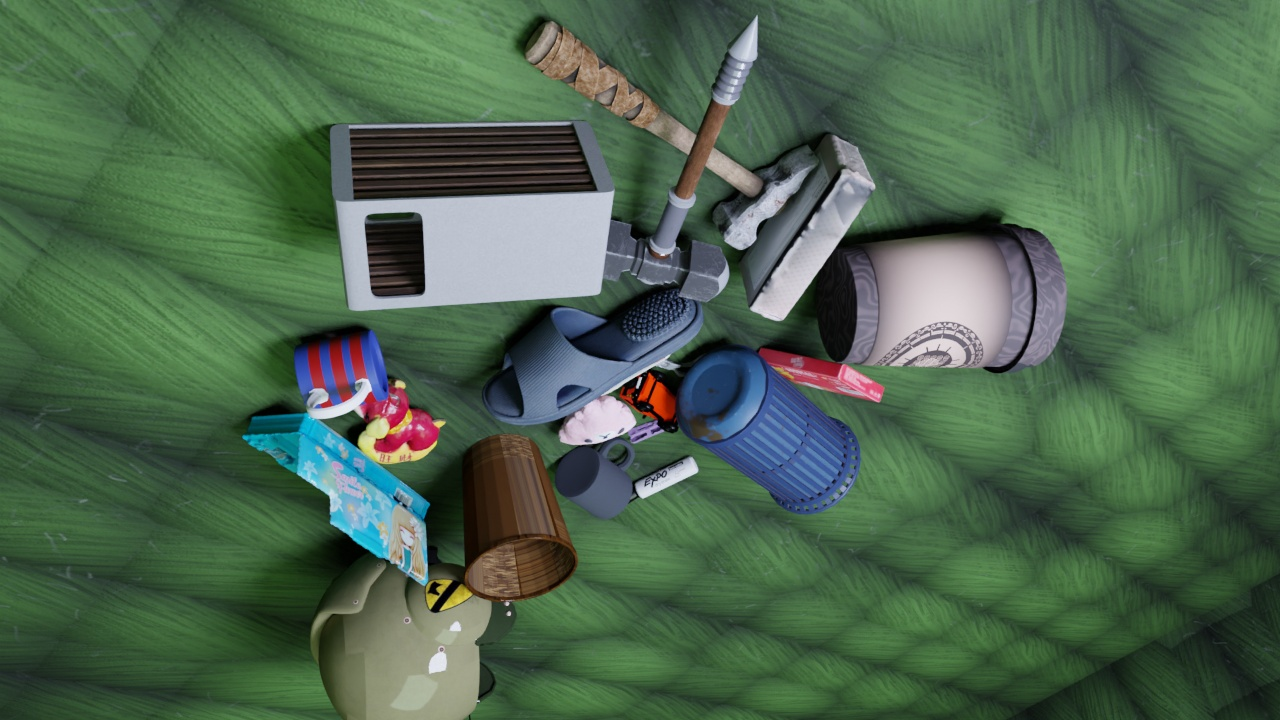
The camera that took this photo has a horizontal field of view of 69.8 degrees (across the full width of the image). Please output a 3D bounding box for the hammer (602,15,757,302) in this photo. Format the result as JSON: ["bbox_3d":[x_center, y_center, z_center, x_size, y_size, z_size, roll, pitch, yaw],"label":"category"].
[{"bbox_3d":[0.048,-0.173,0.826,0.156,0.043,0.323,13,145,-8],"label":"hammer"}]

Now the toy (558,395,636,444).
[{"bbox_3d":[-0.051,0.069,1.114,0.099,0.052,0.096,-11,156,-11],"label":"toy"}]

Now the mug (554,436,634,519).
[{"bbox_3d":[-0.050,0.147,1.198,0.105,0.071,0.077,-52,134,-4],"label":"mug"}]

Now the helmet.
[{"bbox_3d":[-0.292,0.342,1.154,0.232,0.255,0.251,-2,136,-22],"label":"helmet"}]

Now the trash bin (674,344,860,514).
[{"bbox_3d":[0.157,0.086,1.143,0.139,0.139,0.249,-36,136,18],"label":"trash bin"}]

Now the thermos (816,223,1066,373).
[{"bbox_3d":[0.328,-0.066,1.036,0.226,0.172,0.173,-3,136,-8],"label":"thermos"}]

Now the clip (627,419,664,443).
[{"bbox_3d":[0.009,0.089,1.192,0.053,0.013,0.037,-10,138,-13],"label":"clip"}]

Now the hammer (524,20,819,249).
[{"bbox_3d":[0.030,-0.215,0.856,0.318,0.049,0.122,25,120,-36],"label":"hammer"}]

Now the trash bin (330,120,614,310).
[{"bbox_3d":[-0.151,-0.132,0.821,0.228,0.114,0.115,-5,136,-15],"label":"trash bin"}]

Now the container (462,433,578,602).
[{"bbox_3d":[-0.157,0.185,1.117,0.132,0.167,0.132,-10,138,-10],"label":"container"}]

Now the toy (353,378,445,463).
[{"bbox_3d":[-0.274,0.075,1.040,0.105,0.067,0.137,-10,144,-5],"label":"toy"}]

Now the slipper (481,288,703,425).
[{"bbox_3d":[-0.059,-0.017,0.991,0.263,0.101,0.082,-26,139,3],"label":"slipper"}]

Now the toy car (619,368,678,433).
[{"bbox_3d":[0.017,0.046,1.118,0.049,0.051,0.100,8,157,39],"label":"toy car"}]

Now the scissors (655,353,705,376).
[{"bbox_3d":[0.032,0.012,1.116,0.171,0.014,0.090,0,133,-24],"label":"scissors"}]

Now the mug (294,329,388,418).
[{"bbox_3d":[-0.303,0.021,0.933,0.076,0.111,0.075,-13,123,-7],"label":"mug"}]

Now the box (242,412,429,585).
[{"bbox_3d":[-0.323,0.145,1.040,0.083,0.172,0.227,-49,138,-11],"label":"box"}]

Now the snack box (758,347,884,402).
[{"bbox_3d":[0.217,0.017,1.113,0.089,0.133,0.021,26,83,-39],"label":"snack box"}]

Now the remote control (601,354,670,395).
[{"bbox_3d":[-0.006,0.006,1.054,0.126,0.038,0.018,-30,107,39],"label":"remote control"}]

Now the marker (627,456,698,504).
[{"bbox_3d":[0.019,0.170,1.272,0.126,0.025,0.025,-27,138,9],"label":"marker"}]

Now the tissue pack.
[{"bbox_3d":[0.176,-0.136,0.953,0.071,0.103,0.182,18,126,-15],"label":"tissue pack"}]
